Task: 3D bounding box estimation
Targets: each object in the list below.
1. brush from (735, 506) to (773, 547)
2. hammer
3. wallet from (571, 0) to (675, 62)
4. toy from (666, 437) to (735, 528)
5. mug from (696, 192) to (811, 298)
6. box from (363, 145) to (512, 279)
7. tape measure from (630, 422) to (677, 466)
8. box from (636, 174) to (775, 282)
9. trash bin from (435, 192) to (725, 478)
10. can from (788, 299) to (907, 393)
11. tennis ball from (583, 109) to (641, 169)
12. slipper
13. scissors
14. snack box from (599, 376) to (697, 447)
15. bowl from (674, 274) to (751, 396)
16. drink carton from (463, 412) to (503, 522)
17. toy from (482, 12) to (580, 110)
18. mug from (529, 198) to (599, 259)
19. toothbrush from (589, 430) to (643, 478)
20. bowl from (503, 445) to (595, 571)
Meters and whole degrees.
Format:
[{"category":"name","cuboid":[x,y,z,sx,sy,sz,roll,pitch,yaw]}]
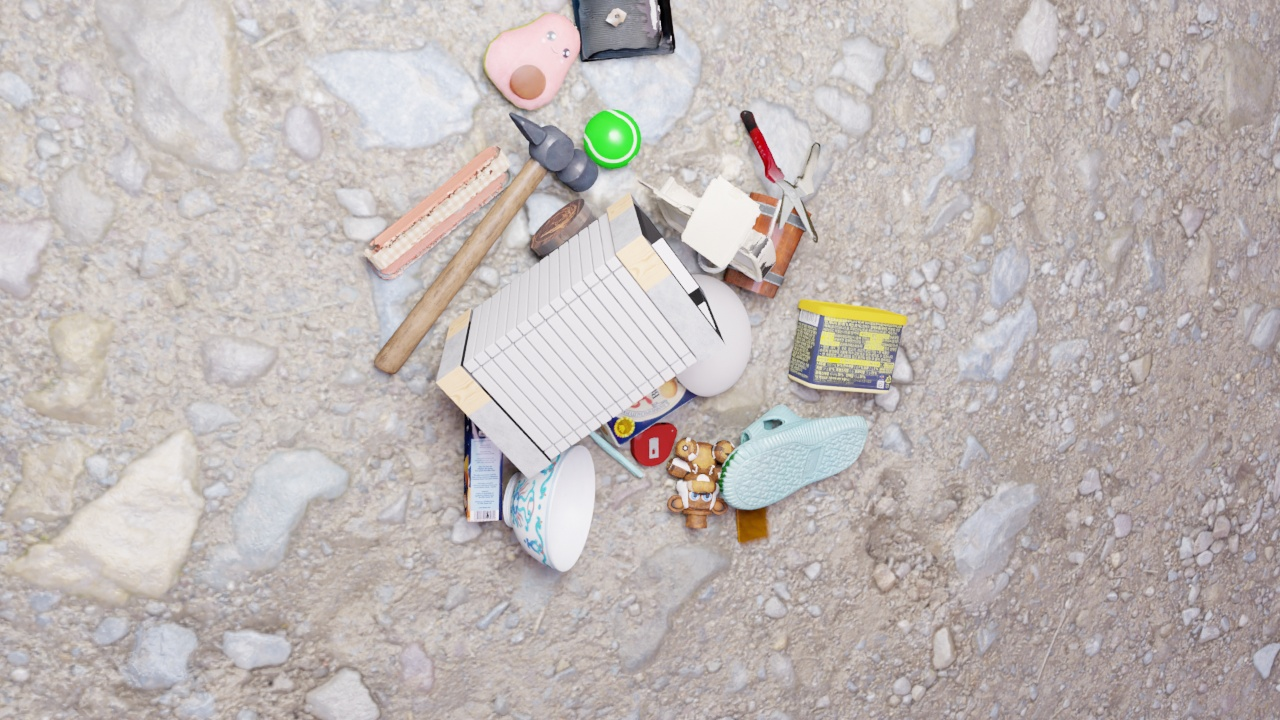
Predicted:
[{"category":"brush","cuboid":[0.147,0.181,1.215,0.048,0.017,0.126,-10,104,-21]},{"category":"hammer","cuboid":[-0.181,-0.115,0.982,0.322,0.040,0.129,-51,145,5]},{"category":"wallet","cuboid":[-0.021,-0.384,1.026,0.114,0.026,0.089,-12,104,-22]},{"category":"toy","cuboid":[0.075,0.155,1.155,0.087,0.067,0.112,5,86,-7]},{"category":"mug","cuboid":[0.134,-0.145,1.119,0.117,0.081,0.111,20,96,-1]},{"category":"box","cuboid":[-0.212,-0.155,0.980,0.187,0.057,0.067,-42,145,-9]},{"category":"tape measure","cuboid":[0.018,0.105,1.145,0.059,0.019,0.051,-6,102,-22]},{"category":"box","cuboid":[0.069,-0.144,1.010,0.143,0.180,0.080,34,86,18]},{"category":"trash bin","cuboid":[-0.064,-0.027,0.952,0.247,0.142,0.142,-34,114,11]},{"category":"can","cuboid":[0.268,-0.018,1.196,0.135,0.075,0.104,5,101,-23]},{"category":"tennis ball","cuboid":[-0.032,-0.248,1.028,0.065,0.065,0.065,-5,102,-22]},{"category":"slipper","cuboid":[0.191,0.118,1.186,0.275,0.069,0.116,-10,121,-38]},{"category":"scissors","cuboid":[0.179,-0.226,1.097,0.178,0.015,0.198,-24,74,-43]},{"category":"snack box","cuboid":[-0.007,0.006,1.102,0.145,0.043,0.144,-33,110,-14]},{"category":"bowl","cuboid":[0.091,-0.033,1.101,0.149,0.043,0.149,7,79,-44]},{"category":"drink carton","cuboid":[-0.179,0.111,1.039,0.040,0.064,0.130,-1,101,-16]},{"category":"toy","cuboid":[-0.113,-0.327,0.985,0.110,0.051,0.090,-51,121,-10]},{"category":"mug","cuboid":[-0.074,-0.106,1.041,0.116,0.079,0.107,-34,116,17]},{"category":"toothbrush","cuboid":[-0.059,0.092,1.112,0.180,0.016,0.016,41,80,-24]},{"category":"bowl","cuboid":[-0.112,0.166,1.061,0.074,0.143,0.144,6,101,17]}]
